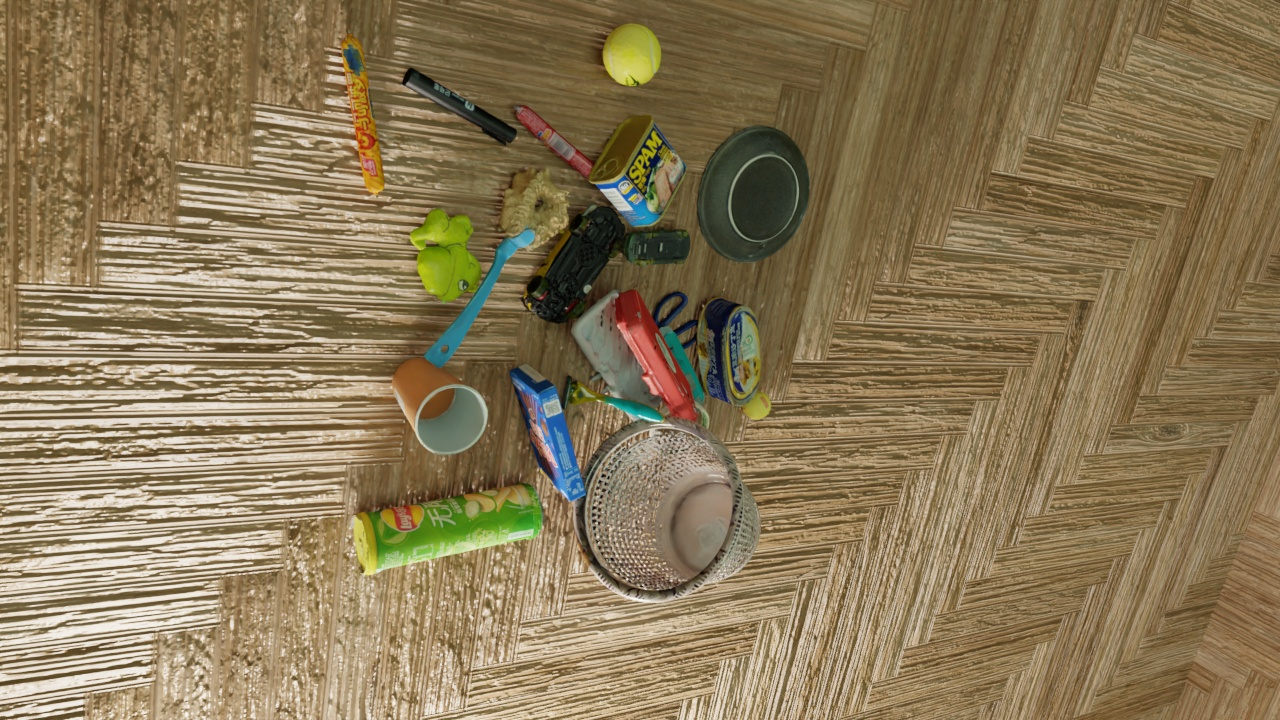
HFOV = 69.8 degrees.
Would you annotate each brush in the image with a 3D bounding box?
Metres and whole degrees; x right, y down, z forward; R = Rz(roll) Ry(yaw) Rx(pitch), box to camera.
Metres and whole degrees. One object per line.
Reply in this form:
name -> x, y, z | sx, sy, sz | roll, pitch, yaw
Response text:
brush -> -0.158, -0.102, 1.011 | 0.083, 0.046, 0.254 | 43, 73, -43

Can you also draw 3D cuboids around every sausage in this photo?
sausage -> -0.276, -0.243, 0.915 | 0.021, 0.021, 0.165 | -16, 116, -26
sausage -> -0.087, -0.239, 1.036 | 0.155, 0.020, 0.020 | 35, 88, -37

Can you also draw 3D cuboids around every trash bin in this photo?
trash bin -> 0.057, 0.203, 1.185 | 0.227, 0.227, 0.192 | -57, 148, 0

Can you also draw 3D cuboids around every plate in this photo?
plate -> 0.155, -0.212, 1.193 | 0.179, 0.024, 0.180 | -12, 115, -28

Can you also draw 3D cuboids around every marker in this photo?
marker -> -0.189, -0.265, 0.964 | 0.132, 0.020, 0.022 | 24, 124, -37

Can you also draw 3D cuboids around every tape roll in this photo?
tape roll -> 0.053, 0.092, 1.249 | 0.085, 0.014, 0.086 | -13, 123, -21

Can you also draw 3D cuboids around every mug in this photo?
mug -> -0.226, 0.044, 0.999 | 0.078, 0.123, 0.078 | -12, 114, -28

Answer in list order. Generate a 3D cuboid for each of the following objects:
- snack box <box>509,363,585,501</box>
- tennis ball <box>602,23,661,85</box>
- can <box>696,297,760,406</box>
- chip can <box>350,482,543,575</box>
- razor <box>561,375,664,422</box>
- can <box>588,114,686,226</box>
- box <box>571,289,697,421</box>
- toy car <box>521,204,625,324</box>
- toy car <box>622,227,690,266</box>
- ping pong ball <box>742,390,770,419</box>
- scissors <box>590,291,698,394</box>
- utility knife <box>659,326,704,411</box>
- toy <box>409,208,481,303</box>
snack box -> -0.112, 0.087, 1.110 | 0.026, 0.084, 0.157 | -25, 120, -22
tennis ball -> -0.009, -0.338, 1.016 | 0.065, 0.065, 0.065 | -12, 115, -28
can -> 0.119, -0.010, 1.227 | 0.074, 0.049, 0.148 | -27, 123, -33
chip can -> -0.225, 0.197, 1.092 | 0.220, 0.072, 0.073 | -7, 112, -29
razor -> -0.032, 0.055, 1.140 | 0.132, 0.028, 0.043 | 15, 101, 9
can -> 0.000, -0.218, 1.063 | 0.083, 0.057, 0.102 | 45, 63, -38
box -> -0.010, 0.007, 1.137 | 0.099, 0.095, 0.201 | -22, 134, 10
toy car -> -0.077, -0.113, 1.077 | 0.071, 0.041, 0.156 | 30, 96, -36
toy car -> 0.020, -0.141, 1.130 | 0.091, 0.036, 0.043 | -5, 110, -29
ping pong ball -> 0.164, 0.063, 1.298 | 0.040, 0.040, 0.040 | -12, 115, -28
scissors -> 0.013, -0.012, 1.193 | 0.141, 0.012, 0.171 | 21, 99, -36
utility knife -> 0.056, 0.013, 1.217 | 0.029, 0.013, 0.164 | -38, 131, -13
toy -> -0.212, -0.112, 1.001 | 0.096, 0.031, 0.100 | 9, 101, -42
